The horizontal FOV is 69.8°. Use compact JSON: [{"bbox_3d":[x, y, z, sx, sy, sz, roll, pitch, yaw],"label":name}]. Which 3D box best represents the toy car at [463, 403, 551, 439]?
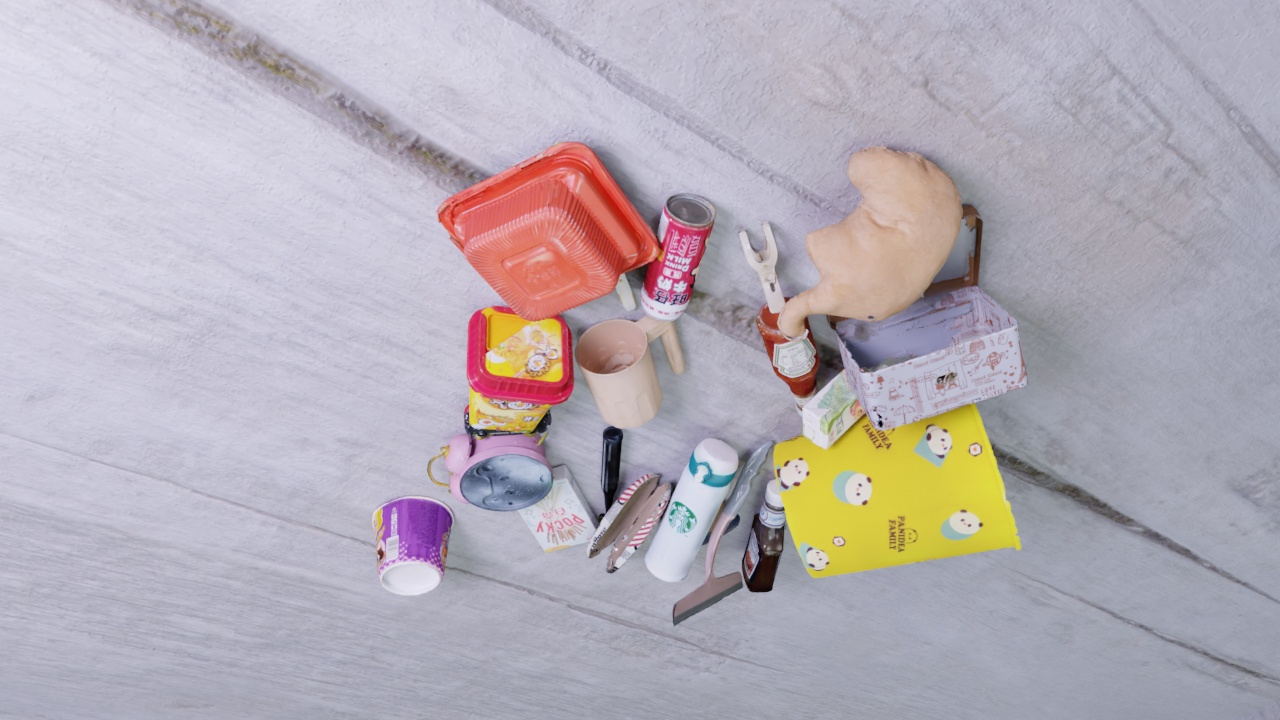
[{"bbox_3d":[-0.162,0.070,1.121,0.106,0.031,0.049,-1,136,-8],"label":"toy car"}]

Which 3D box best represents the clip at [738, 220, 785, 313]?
[{"bbox_3d":[0.134,-0.106,0.994,0.034,0.061,0.097,-20,125,8],"label":"clip"}]

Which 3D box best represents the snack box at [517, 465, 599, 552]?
[{"bbox_3d":[-0.118,0.208,1.275,0.085,0.026,0.157,-16,135,6],"label":"snack box"}]

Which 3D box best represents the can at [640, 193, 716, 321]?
[{"bbox_3d":[0.037,-0.106,0.962,0.053,0.053,0.133,3,134,-14],"label":"can"}]

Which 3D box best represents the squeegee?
[{"bbox_3d":[0.125,0.219,1.262,0.247,0.040,0.250,4,109,-62],"label":"squeegee"}]

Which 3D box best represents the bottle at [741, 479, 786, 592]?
[{"bbox_3d":[0.186,0.254,1.340,0.044,0.079,0.195,1,128,-7],"label":"bottle"}]

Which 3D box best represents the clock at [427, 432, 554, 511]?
[{"bbox_3d":[-0.190,0.137,1.166,0.158,0.059,0.117,-6,137,-6],"label":"clock"}]

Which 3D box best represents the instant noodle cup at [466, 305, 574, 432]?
[{"bbox_3d":[-0.142,0.017,1.023,0.116,0.115,0.124,7,145,-17],"label":"instant noodle cup"}]

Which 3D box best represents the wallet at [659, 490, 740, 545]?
[{"bbox_3d":[0.079,0.221,1.321,0.090,0.033,0.115,-30,132,16],"label":"wallet"}]

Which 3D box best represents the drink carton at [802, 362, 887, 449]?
[{"bbox_3d":[0.249,0.048,1.125,0.122,0.045,0.054,-38,141,-24],"label":"drink carton"}]

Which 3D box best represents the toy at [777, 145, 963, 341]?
[{"bbox_3d":[0.234,-0.102,0.936,0.143,0.082,0.226,29,101,-3],"label":"toy"}]

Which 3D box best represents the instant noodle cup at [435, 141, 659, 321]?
[{"bbox_3d":[-0.095,-0.112,0.903,0.189,0.079,0.164,-19,133,26],"label":"instant noodle cup"}]

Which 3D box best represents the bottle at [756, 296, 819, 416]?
[{"bbox_3d":[0.187,0.004,1.102,0.060,0.059,0.206,-19,142,9],"label":"bottle"}]

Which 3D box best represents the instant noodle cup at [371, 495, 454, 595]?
[{"bbox_3d":[-0.307,0.254,1.236,0.111,0.099,0.112,-6,137,-6],"label":"instant noodle cup"}]

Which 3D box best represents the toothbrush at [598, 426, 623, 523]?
[{"bbox_3d":[-0.043,0.165,1.247,0.027,0.026,0.213,23,139,15],"label":"toothbrush"}]

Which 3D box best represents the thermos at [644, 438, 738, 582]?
[{"bbox_3d":[0.069,0.202,1.238,0.073,0.073,0.225,8,125,-18],"label":"thermos"}]

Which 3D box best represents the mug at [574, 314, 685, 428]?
[{"bbox_3d":[-0.006,0.006,1.061,0.124,0.084,0.104,-34,139,-14],"label":"mug"}]

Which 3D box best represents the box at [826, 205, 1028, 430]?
[{"bbox_3d":[0.306,-0.061,1.010,0.183,0.156,0.192,-18,117,4],"label":"box"}]

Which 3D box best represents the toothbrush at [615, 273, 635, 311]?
[{"bbox_3d":[-0.034,-0.118,0.967,0.016,0.018,0.191,-13,139,8],"label":"toothbrush"}]

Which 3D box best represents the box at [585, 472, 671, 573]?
[{"bbox_3d":[-0.023,0.216,1.274,0.081,0.074,0.164,31,115,-3],"label":"box"}]

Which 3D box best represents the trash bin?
[{"bbox_3d":[0.322,0.161,1.178,0.256,0.229,0.230,-18,136,16],"label":"trash bin"}]
